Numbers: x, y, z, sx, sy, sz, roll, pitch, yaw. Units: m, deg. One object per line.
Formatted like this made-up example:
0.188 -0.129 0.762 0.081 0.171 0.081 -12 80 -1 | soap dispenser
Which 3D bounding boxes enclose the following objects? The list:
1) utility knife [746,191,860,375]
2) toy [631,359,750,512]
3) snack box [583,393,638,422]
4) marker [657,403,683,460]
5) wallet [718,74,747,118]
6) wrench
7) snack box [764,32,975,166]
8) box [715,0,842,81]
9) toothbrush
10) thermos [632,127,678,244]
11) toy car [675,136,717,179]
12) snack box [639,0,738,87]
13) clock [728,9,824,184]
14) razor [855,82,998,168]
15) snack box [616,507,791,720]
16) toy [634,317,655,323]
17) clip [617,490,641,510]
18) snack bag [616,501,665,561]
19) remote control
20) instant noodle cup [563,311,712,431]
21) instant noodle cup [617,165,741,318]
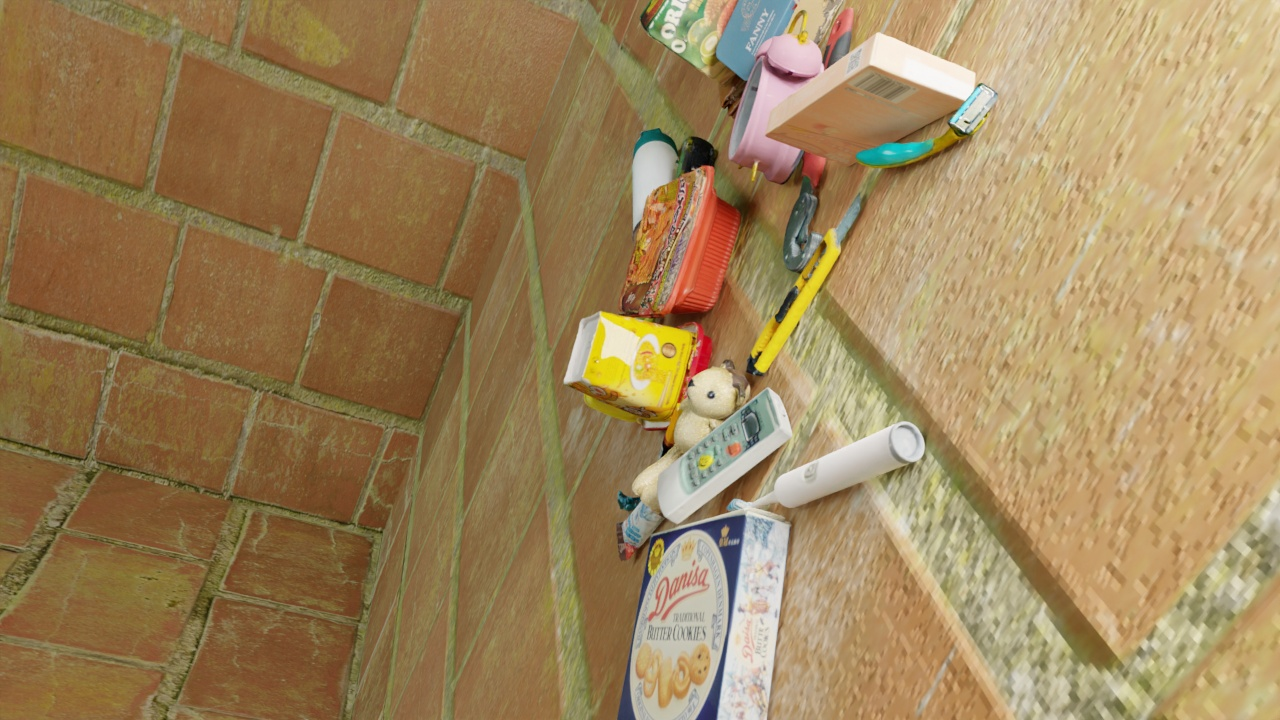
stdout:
0.136 -0.060 0.780 0.191 0.015 0.033 -62 23 28 | utility knife
0.045 0.071 0.842 0.157 0.066 0.105 -58 27 20 | toy
-0.018 0.017 1.079 0.080 0.082 0.091 -93 25 -79 | snack box
0.028 0.090 0.932 0.018 0.015 0.124 -88 12 -49 | marker
0.134 -0.356 1.051 0.132 0.031 0.107 -51 27 39 | wallet
0.164 -0.203 0.837 0.056 0.016 0.273 151 135 -65 | wrench
0.169 -0.194 0.702 0.157 0.084 0.026 167 116 -70 | snack box
0.148 -0.360 0.931 0.185 0.063 0.089 -62 38 24 | box
0.122 0.087 0.660 0.222 0.026 0.026 -41 24 59 | toothbrush
0.023 -0.224 1.207 0.223 0.073 0.073 -91 26 -47 | thermos
0.063 -0.229 1.120 0.036 0.043 0.091 157 130 -68 | toy car
0.114 -0.426 0.977 0.241 0.114 0.063 -52 28 23 | snack box
0.131 -0.250 0.869 0.117 0.060 0.159 -91 18 -72 | clock
0.200 -0.159 0.665 0.043 0.028 0.133 -52 16 -17 | razor
0.046 0.220 0.729 0.178 0.045 0.182 145 139 -62 | snack box
-0.002 -0.046 1.160 0.097 0.031 0.100 131 147 -52 | toy
-0.014 0.156 1.010 0.055 0.034 0.013 109 174 -71 | clip
0.004 0.163 0.943 0.104 0.026 0.048 -55 36 44 | snack bag
0.067 0.081 0.771 0.135 0.019 0.056 -41 29 22 | remote control
-0.006 0.006 0.964 0.116 0.123 0.116 166 121 -70 | instant noodle cup
0.043 -0.118 1.014 0.189 0.079 0.164 6 79 71 | instant noodle cup
